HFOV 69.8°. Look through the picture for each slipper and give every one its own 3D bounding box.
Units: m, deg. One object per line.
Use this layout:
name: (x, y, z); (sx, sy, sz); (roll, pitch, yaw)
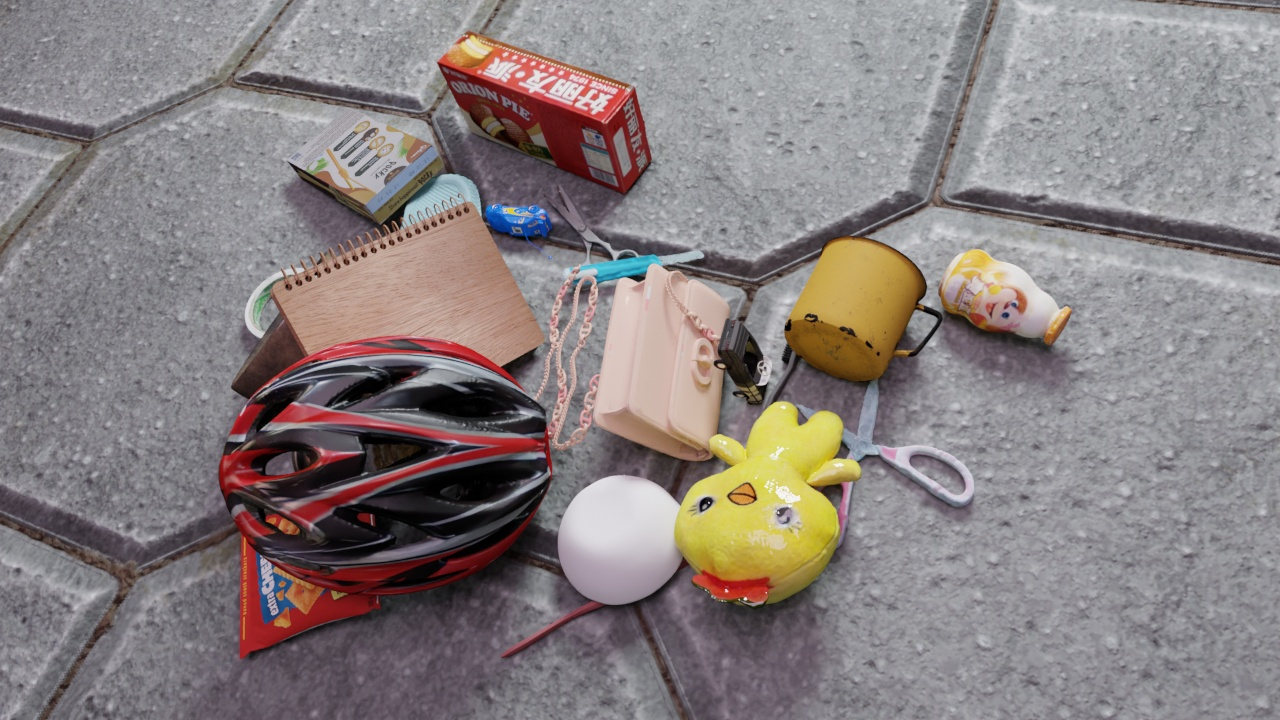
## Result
slipper: (-0.213, -0.107, 0.971); (0.116, 0.069, 0.275); (-15, 57, 7)

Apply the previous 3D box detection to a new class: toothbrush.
toothbrush: (-0.037, 0.205, 0.776); (0.184, 0.015, 0.015); (-28, 55, -3)
toothbrush: (0.117, 0.045, 0.836); (0.013, 0.013, 0.167); (12, 63, 28)

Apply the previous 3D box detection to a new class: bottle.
bottle: (-0.269, 0.087, 0.873); (0.105, 0.056, 0.056); (-5, 59, 9)
bottle: (0.325, -0.054, 0.820); (0.109, 0.063, 0.063); (33, 71, 26)

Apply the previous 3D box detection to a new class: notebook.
notebook: (-0.215, -0.046, 0.864); (0.210, 0.022, 0.169); (-31, 97, -29)

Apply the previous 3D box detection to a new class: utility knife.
utility knife: (-0.008, -0.093, 0.936); (0.149, 0.015, 0.022); (-8, 90, 7)

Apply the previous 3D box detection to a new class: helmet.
helmet: (-0.204, 0.084, 0.760); (0.271, 0.167, 0.217); (-3, 80, -18)

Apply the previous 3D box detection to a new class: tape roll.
tape roll: (-0.388, -0.058, 1.009); (0.094, 0.018, 0.093); (-6, 59, 10)

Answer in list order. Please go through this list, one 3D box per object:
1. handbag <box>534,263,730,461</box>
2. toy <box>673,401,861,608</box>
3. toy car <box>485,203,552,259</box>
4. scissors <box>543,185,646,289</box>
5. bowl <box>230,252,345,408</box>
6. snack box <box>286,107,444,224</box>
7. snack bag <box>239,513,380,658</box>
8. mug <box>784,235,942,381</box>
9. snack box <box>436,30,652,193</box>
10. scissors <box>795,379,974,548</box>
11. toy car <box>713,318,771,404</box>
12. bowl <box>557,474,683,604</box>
handbag: (-0.006, 0.005, 0.874); (0.188, 0.116, 0.198); (-19, 53, 46)
toy: (0.105, 0.117, 0.751); (0.134, 0.092, 0.207); (7, 57, 30)
toy car: (-0.129, -0.134, 0.984); (0.092, 0.033, 0.061); (5, 54, 15)
scissors: (-0.046, -0.136, 0.981); (0.121, 0.014, 0.159); (-9, 61, 8)
bowl: (-0.326, -0.022, 0.907); (0.163, 0.070, 0.162); (-44, 24, 24)
snack box: (-0.322, -0.230, 1.067); (0.186, 0.032, 0.101); (30, 70, 38)
snack bag: (-0.300, 0.185, 0.831); (0.144, 0.039, 0.130); (-21, 58, 11)
mug: (0.200, -0.039, 0.817); (0.124, 0.100, 0.094); (23, 69, 21)
snack box: (-0.106, -0.277, 1.019); (0.236, 0.113, 0.060); (26, 69, 25)
scissors: (0.206, 0.089, 0.792); (0.175, 0.013, 0.170); (9, 59, 19)
toy car: (0.095, 0.001, 0.819); (0.037, 0.092, 0.040); (1, 58, 29)
bowl: (-0.021, 0.142, 0.776); (0.115, 0.051, 0.114); (-11, 49, 13)
